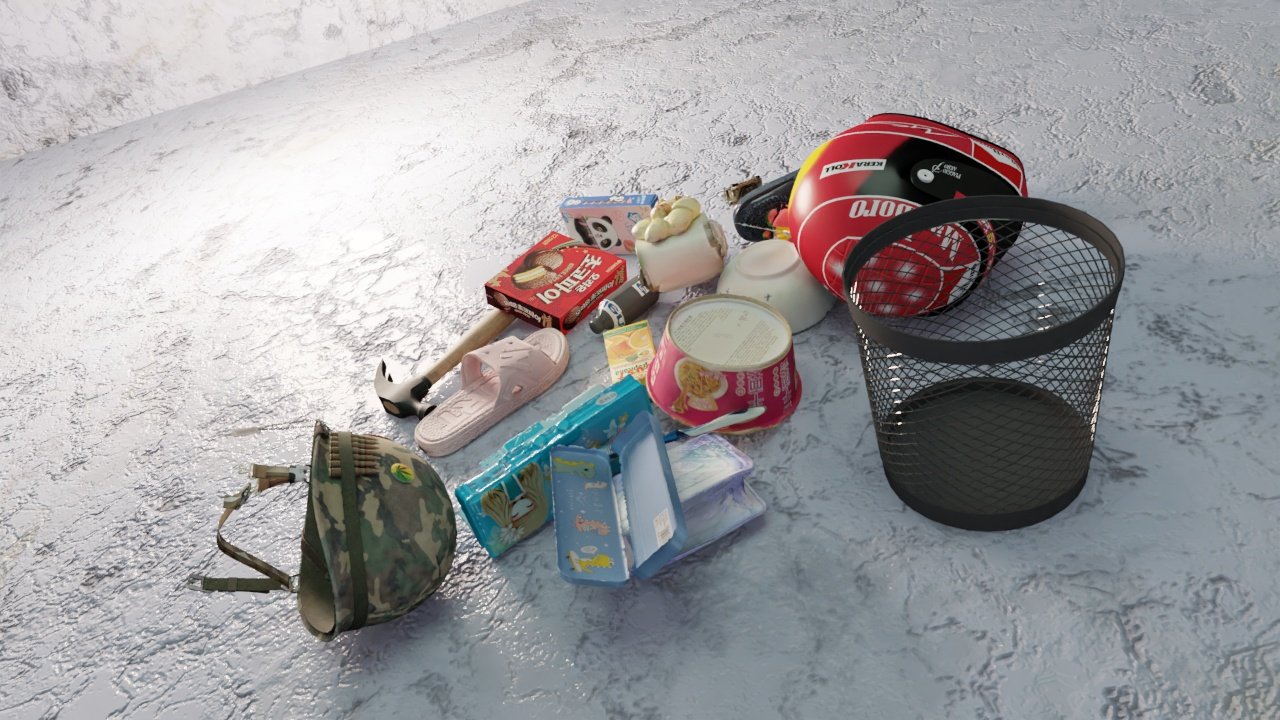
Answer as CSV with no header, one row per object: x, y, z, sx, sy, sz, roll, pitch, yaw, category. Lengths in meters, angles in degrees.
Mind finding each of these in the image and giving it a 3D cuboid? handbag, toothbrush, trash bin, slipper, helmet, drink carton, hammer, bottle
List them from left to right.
-0.305,0.160,0.895,0.235,0.193,0.224,-11,51,-35,helmet
-0.233,-0.029,1.265,0.132,0.040,0.304,18,48,34,hammer
-0.185,0.024,1.147,0.094,0.064,0.238,23,53,42,slipper
-0.023,-0.072,1.222,0.112,0.047,0.047,-38,40,-26,bottle
-0.007,0.007,1.115,0.058,0.041,0.122,-16,36,2,drink carton
0.031,0.138,0.909,0.158,0.069,0.126,-26,23,-13,handbag
0.040,0.074,0.952,0.189,0.017,0.016,-16,4,-1,toothbrush
0.053,-0.157,1.213,0.113,0.123,0.171,-21,8,13,handbag
0.259,-0.225,1.265,0.263,0.101,0.082,-20,35,2,slipper
0.305,-0.156,1.063,0.271,0.198,0.224,19,53,6,helmet
0.305,0.006,0.824,0.218,0.228,0.217,-11,36,8,trash bin

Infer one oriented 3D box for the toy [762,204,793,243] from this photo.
0.216,-0.180,1.229,0.104,0.046,0.084,-39,69,20,toy

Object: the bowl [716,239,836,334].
0.166,-0.101,1.159,0.153,0.073,0.153,-11,37,9,bowl

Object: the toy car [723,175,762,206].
0.157,-0.248,1.382,0.047,0.047,0.112,-17,7,-1,toy car

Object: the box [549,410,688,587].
-0.022,0.126,0.837,0.122,0.047,0.209,-22,27,4,box

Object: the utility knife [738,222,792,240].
0.208,-0.157,1.162,0.227,0.019,0.030,8,7,-36,utility knife

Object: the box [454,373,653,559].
-0.104,0.095,0.993,0.226,0.097,0.117,-33,40,-21,box

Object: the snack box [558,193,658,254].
-0.038,-0.201,1.365,0.154,0.088,0.033,2,43,26,snack box

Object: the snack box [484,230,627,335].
-0.117,-0.110,1.289,0.133,0.036,0.151,25,49,26,snack box

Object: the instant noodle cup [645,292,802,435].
0.096,-0.006,1.022,0.178,0.078,0.178,1,38,-1,instant noodle cup
